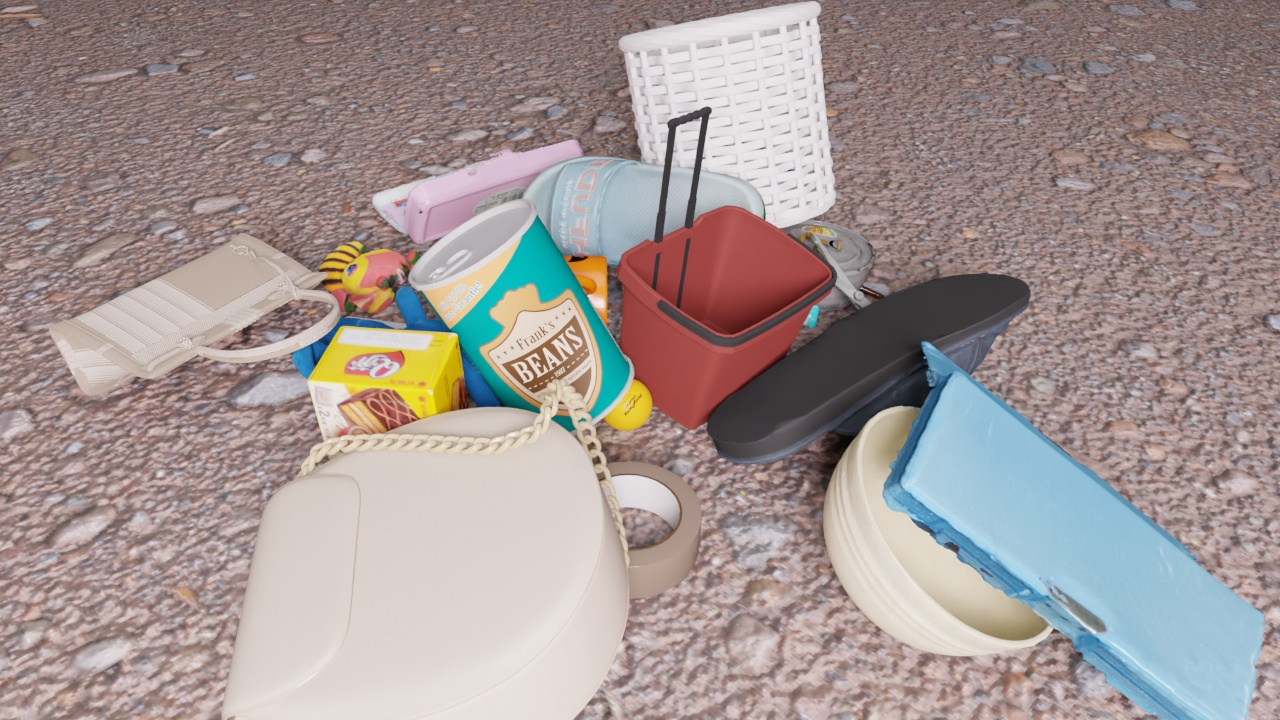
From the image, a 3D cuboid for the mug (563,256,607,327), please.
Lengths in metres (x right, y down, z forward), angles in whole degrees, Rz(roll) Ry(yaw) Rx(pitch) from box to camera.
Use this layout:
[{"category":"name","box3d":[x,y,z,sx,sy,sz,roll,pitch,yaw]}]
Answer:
[{"category":"mug","box3d":[-0.075,-0.051,0.748,0.096,0.113,0.077,0,80,-2]}]

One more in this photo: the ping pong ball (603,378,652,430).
[{"category":"ping pong ball","box3d":[-0.011,0.033,0.689,0.040,0.040,0.040,1,36,-1]}]

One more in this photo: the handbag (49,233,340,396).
[{"category":"handbag","box3d":[-0.315,-0.030,0.712,0.198,0.062,0.175,9,35,33]}]

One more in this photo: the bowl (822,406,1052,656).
[{"category":"bowl","box3d":[0.165,0.109,0.544,0.150,0.076,0.150,20,46,-22]}]

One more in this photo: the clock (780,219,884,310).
[{"category":"clock","box3d":[0.149,-0.091,0.851,0.148,0.056,0.103,-1,36,-7]}]

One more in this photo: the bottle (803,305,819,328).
[{"category":"bottle","box3d":[0.087,-0.050,0.802,0.136,0.044,0.044,11,37,12]}]

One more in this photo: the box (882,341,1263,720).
[{"category":"box","box3d":[0.253,0.087,0.532,0.231,0.060,0.174,37,40,-3]}]

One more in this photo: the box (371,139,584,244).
[{"category":"box","box3d":[-0.171,-0.193,0.962,0.200,0.111,0.101,-25,69,-31]}]

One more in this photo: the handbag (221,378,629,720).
[{"category":"handbag","box3d":[-0.115,0.115,0.503,0.208,0.103,0.210,-17,38,0]}]

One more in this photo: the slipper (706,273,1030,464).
[{"category":"slipper","box3d":[0.177,0.022,0.684,0.265,0.083,0.109,-30,22,-14]}]

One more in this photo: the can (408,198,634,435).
[{"category":"can","box3d":[-0.082,-0.027,0.654,0.099,0.144,0.099,-24,29,14]}]

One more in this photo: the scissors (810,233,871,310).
[{"category":"scissors","box3d":[0.202,-0.048,0.785,0.130,0.014,0.153,-4,65,-12]}]

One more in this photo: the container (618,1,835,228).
[{"category":"container","box3d":[0.088,-0.233,0.891,0.189,0.187,0.189,-9,21,3]}]

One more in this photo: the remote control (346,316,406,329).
[{"category":"remote control","box3d":[-0.194,-0.019,0.776,0.131,0.012,0.033,8,37,9]}]

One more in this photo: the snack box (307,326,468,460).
[{"category":"snack box","box3d":[-0.166,0.037,0.623,0.083,0.106,0.061,4,40,4]}]

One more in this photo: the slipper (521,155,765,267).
[{"category":"slipper","box3d":[-0.010,-0.132,0.824,0.246,0.104,0.074,7,10,26]}]

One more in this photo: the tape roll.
[{"category":"tape roll","box3d":[-0.008,0.108,0.596,0.094,0.030,0.093,1,36,-1]}]

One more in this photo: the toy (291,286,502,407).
[{"category":"toy","box3d":[-0.186,-0.003,0.707,0.176,0.071,0.112,13,34,10]}]

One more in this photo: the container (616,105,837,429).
[{"category":"container","box3d":[0.061,-0.064,0.677,0.147,0.201,0.127,-30,57,-36]}]

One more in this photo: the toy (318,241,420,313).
[{"category":"toy","box3d":[-0.246,-0.077,0.827,0.103,0.046,0.084,16,60,35]}]
